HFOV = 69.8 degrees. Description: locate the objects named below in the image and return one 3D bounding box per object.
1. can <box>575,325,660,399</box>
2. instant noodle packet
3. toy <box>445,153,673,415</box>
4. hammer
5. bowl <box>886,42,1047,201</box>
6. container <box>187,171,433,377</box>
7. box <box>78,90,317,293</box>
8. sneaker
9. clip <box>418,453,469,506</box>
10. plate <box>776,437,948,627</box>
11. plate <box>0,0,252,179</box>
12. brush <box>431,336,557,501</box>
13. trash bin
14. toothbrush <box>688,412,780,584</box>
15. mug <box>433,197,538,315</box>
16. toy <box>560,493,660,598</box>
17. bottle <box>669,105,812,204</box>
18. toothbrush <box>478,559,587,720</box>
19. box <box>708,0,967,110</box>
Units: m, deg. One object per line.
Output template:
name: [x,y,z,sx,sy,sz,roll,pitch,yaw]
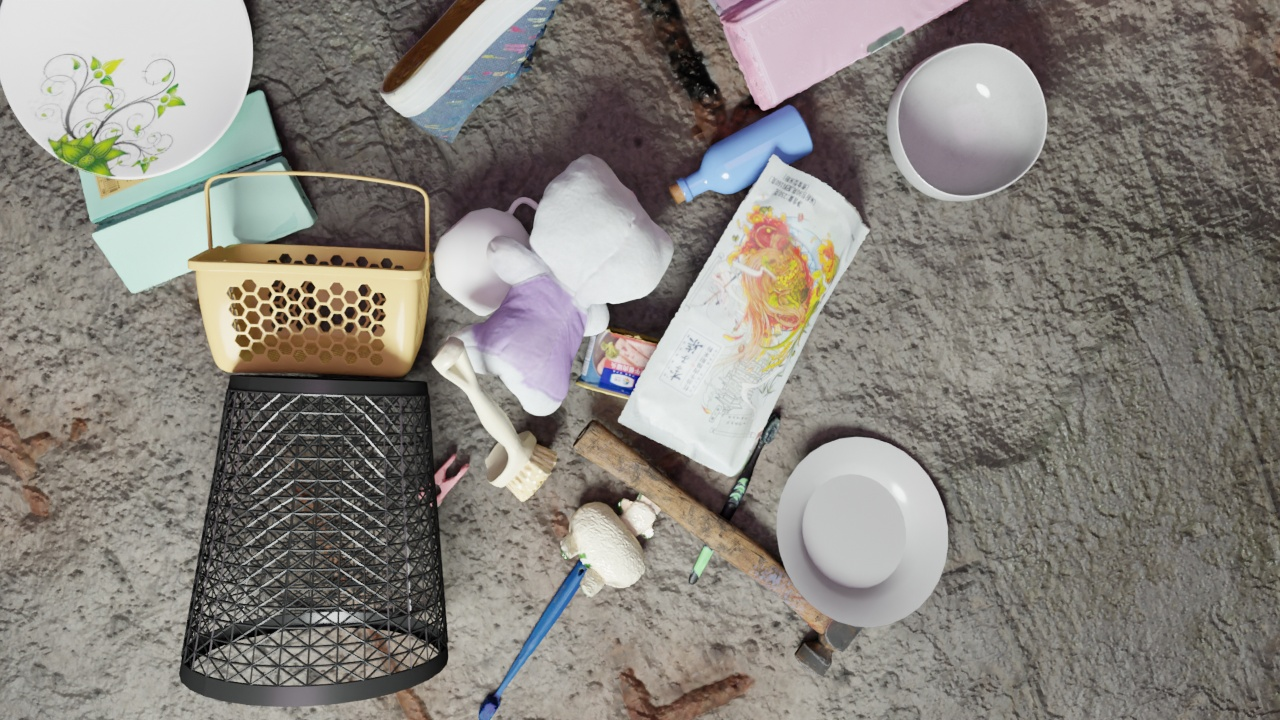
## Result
can: [-0.005,0.005,0.845,0.100,0.054,0.059,14,95,-2]
instant noodle packet: [0.101,-0.034,0.823,0.146,0.057,0.269,28,90,-29]
toy: [-0.063,-0.063,0.767,0.137,0.085,0.209,37,82,-27]
hammer: [0.081,0.158,0.863,0.330,0.033,0.120,38,91,-8]
bowl: [0.283,-0.208,0.816,0.132,0.064,0.132,0,96,0]
container: [-0.275,-0.079,0.794,0.183,0.129,0.167,2,107,-7]
box: [-0.407,-0.154,0.836,0.187,0.056,0.138,-22,102,1]
sneaker: [-0.122,-0.291,0.814,0.235,0.087,0.079,-44,129,1]
clip: [-0.182,0.120,0.875,0.059,0.023,0.041,-41,99,10]
plate: [0.205,0.159,0.859,0.172,0.019,0.172,3,78,-13]
plate: [-0.457,-0.277,0.825,0.229,0.030,0.229,0,93,1]
brush: [-0.121,0.052,0.761,0.077,0.272,0.062,15,67,13]
trash bin: [-0.271,0.137,0.791,0.217,0.217,0.243,2,89,0]
toothbrush: [0.090,0.134,0.878,0.014,0.017,0.188,25,97,-4]
mug: [-0.129,-0.103,0.824,0.076,0.090,0.123,50,62,-17]
toy: [-0.029,0.171,0.865,0.087,0.050,0.112,50,53,0]
bottle: [0.087,-0.179,0.828,0.131,0.048,0.048,-27,95,3]
toothbrush: [-0.104,0.274,0.892,0.016,0.017,0.190,33,95,-4]
box: [0.172,-0.345,0.802,0.233,0.075,0.172,-29,93,3]
